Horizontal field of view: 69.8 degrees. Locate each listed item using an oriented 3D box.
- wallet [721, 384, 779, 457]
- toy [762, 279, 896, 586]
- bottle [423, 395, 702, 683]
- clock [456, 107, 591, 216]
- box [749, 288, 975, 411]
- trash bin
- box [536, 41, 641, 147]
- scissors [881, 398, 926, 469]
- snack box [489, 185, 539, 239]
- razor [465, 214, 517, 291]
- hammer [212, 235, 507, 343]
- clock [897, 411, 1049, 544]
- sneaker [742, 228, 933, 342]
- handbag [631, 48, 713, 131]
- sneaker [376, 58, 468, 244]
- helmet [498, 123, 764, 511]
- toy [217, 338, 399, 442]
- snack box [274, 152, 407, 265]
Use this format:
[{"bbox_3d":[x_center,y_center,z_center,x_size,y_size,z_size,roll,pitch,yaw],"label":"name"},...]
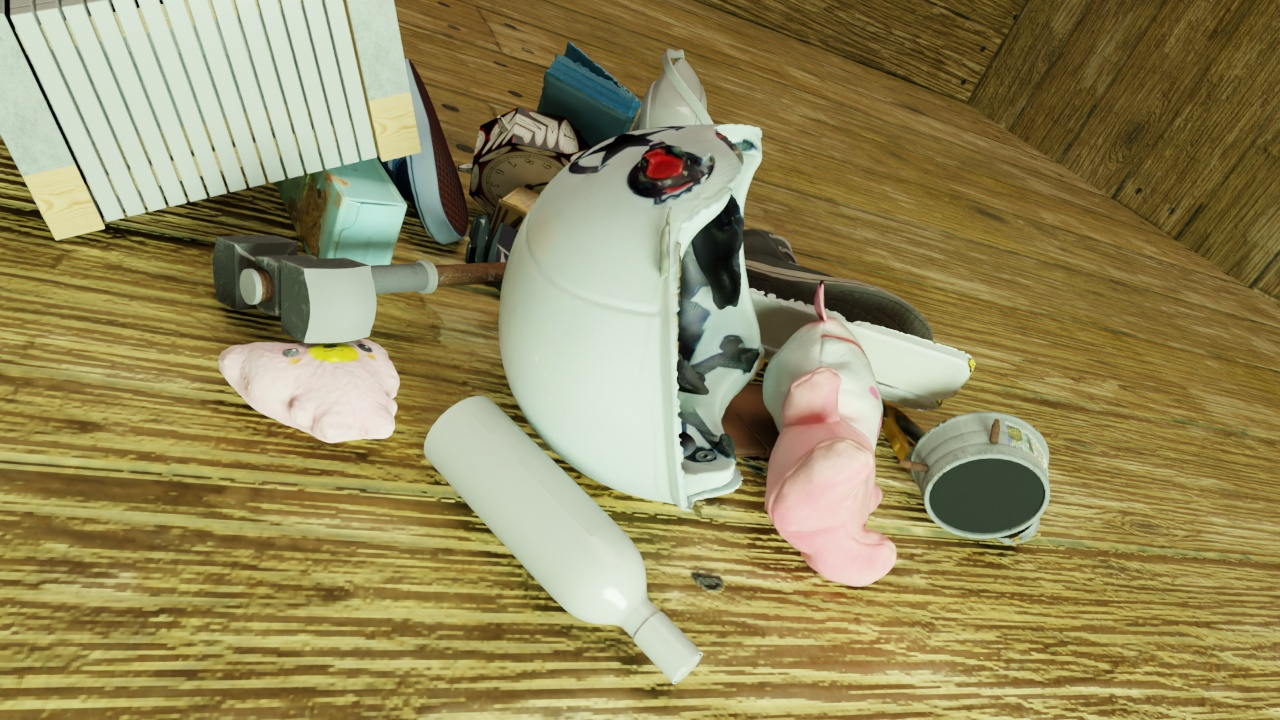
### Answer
[{"bbox_3d":[0.082,0.047,0.736,0.120,0.013,0.087,2,36,-41],"label":"wallet"},{"bbox_3d":[0.132,0.049,0.659,0.084,0.142,0.212,-10,36,17],"label":"toy"},{"bbox_3d":[-0.042,0.098,0.507,0.195,0.053,0.052,41,32,27],"label":"bottle"},{"bbox_3d":[-0.085,-0.175,0.869,0.154,0.115,0.065,24,50,-28],"label":"clock"},{"bbox_3d":[0.166,-0.007,0.786,0.210,0.130,0.038,19,71,4],"label":"box"},{"bbox_3d":[-0.303,-0.210,0.633,0.246,0.143,0.142,-19,46,-19],"label":"trash bin"},{"bbox_3d":[-0.059,-0.232,0.920,0.093,0.048,0.232,26,-13,-5],"label":"box"},{"bbox_3d":[0.225,0.044,0.854,0.162,0.016,0.225,26,26,7],"label":"scissors"},{"bbox_3d":[-0.035,-0.084,0.819,0.207,0.057,0.056,27,29,3],"label":"snack box"},{"bbox_3d":[-0.093,-0.067,0.765,0.143,0.047,0.052,38,55,17],"label":"razor"},{"bbox_3d":[-0.123,-0.062,0.665,0.321,0.043,0.156,-9,20,-44],"label":"hammer"},{"bbox_3d":[0.276,0.100,0.724,0.148,0.104,0.056,48,31,-23],"label":"clock"},{"bbox_3d":[0.164,-0.058,0.891,0.235,0.095,0.119,12,27,5],"label":"sneaker"},{"bbox_3d":[0.040,-0.225,0.958,0.095,0.216,0.222,8,33,2],"label":"handbag"},{"bbox_3d":[-0.226,-0.179,0.842,0.098,0.083,0.241,-24,53,0],"label":"sneaker"},{"bbox_3d":[-0.009,-0.031,0.597,0.164,0.237,0.263,3,39,14],"label":"helmet"},{"bbox_3d":[-0.183,0.017,0.533,0.102,0.050,0.093,-3,30,-41],"label":"toy"},{"bbox_3d":[-0.240,-0.133,0.721,0.053,0.075,0.174,2,36,-38],"label":"snack box"}]
